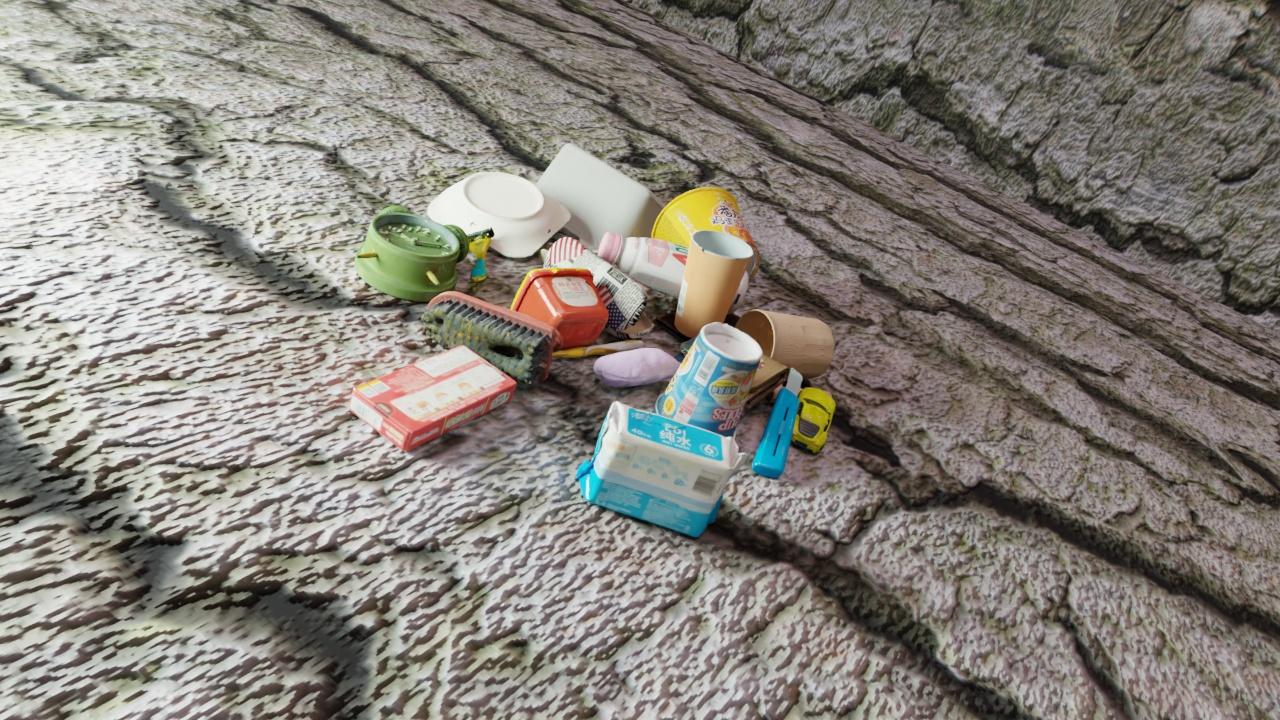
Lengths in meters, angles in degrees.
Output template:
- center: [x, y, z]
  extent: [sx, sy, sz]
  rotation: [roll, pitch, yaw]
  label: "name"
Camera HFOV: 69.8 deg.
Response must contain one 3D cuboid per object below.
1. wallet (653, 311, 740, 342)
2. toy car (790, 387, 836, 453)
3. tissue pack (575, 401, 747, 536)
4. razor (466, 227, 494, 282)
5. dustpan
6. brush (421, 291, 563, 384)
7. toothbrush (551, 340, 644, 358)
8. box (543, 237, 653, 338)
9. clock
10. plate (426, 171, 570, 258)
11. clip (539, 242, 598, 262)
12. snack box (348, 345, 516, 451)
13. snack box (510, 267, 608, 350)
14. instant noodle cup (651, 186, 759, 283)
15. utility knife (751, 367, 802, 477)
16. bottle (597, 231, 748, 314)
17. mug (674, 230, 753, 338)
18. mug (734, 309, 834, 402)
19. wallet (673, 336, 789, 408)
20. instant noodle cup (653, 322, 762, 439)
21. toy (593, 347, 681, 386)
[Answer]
- center: [0.088, -0.043, 1.207]
  extent: [0.096, 0.020, 0.122]
  rotation: [33, 31, 28]
  label: "wallet"
- center: [0.202, 0.065, 1.077]
  extent: [0.048, 0.032, 0.105]
  rotation: [25, 40, 5]
  label: "toy car"
- center: [0.018, 0.099, 0.840]
  extent: [0.140, 0.090, 0.063]
  rotation: [18, 30, -7]
  label: "tissue pack"
- center: [-0.199, -0.123, 1.125]
  extent: [0.043, 0.028, 0.132]
  rotation: [-13, 32, -1]
  label: "razor"
- center: [-0.063, -0.219, 1.406]
  extent: [0.223, 0.142, 0.257]
  rotation: [35, 1, 20]
  label: "dustpan"
- center: [-0.157, -0.032, 0.959]
  extent: [0.146, 0.063, 0.069]
  rotation: [21, 33, 12]
  label: "brush"
- center: [-0.063, -0.006, 1.038]
  extent: [0.191, 0.016, 0.018]
  rotation: [-8, 52, -43]
  label: "toothbrush"
- center: [-0.053, -0.092, 1.116]
  extent: [0.076, 0.088, 0.163]
  rotation: [-28, 54, -34]
  label: "box"
- center: [-0.261, -0.129, 1.062]
  extent: [0.116, 0.056, 0.161]
  rotation: [20, 28, -8]
  label: "clock"
- center: [-0.187, -0.211, 1.240]
  extent: [0.164, 0.034, 0.163]
  rotation: [26, 41, 10]
  label: "plate"
- center: [-0.077, -0.134, 1.230]
  extent: [0.105, 0.035, 0.082]
  rotation: [25, 31, 20]
  label: "clip"
- center: [-0.193, 0.032, 0.868]
  extent: [0.075, 0.026, 0.152]
  rotation: [33, 30, 18]
  label: "snack box"
- center: [-0.088, -0.058, 1.045]
  extent: [0.091, 0.082, 0.080]
  rotation: [-5, 49, -40]
  label: "snack box"
- center: [0.099, -0.159, 1.302]
  extent: [0.137, 0.138, 0.109]
  rotation: [3, 42, -32]
  label: "instant noodle cup"
- center: [0.161, 0.065, 1.039]
  extent: [0.034, 0.018, 0.190]
  rotation: [24, 39, 3]
  label: "utility knife"
- center: [0.042, -0.119, 1.198]
  extent: [0.197, 0.068, 0.068]
  rotation: [17, 29, -17]
  label: "bottle"
- center: [0.085, -0.091, 1.141]
  extent: [0.078, 0.123, 0.078]
  rotation: [12, 29, -7]
  label: "mug"
- center: [0.186, -0.001, 1.154]
  extent: [0.103, 0.084, 0.124]
  rotation: [4, 58, -32]
  label: "mug"
- center: [0.105, 0.008, 1.084]
  extent: [0.115, 0.033, 0.090]
  rotation: [30, 44, 32]
  label: "wallet"
- center: [0.078, 0.023, 0.990]
  extent: [0.099, 0.110, 0.099]
  rotation: [17, 30, -10]
  label: "instant noodle cup"
- center: [-0.006, 0.006, 1.034]
  extent: [0.107, 0.039, 0.084]
  rotation: [-13, 27, -43]
  label: "toy"
